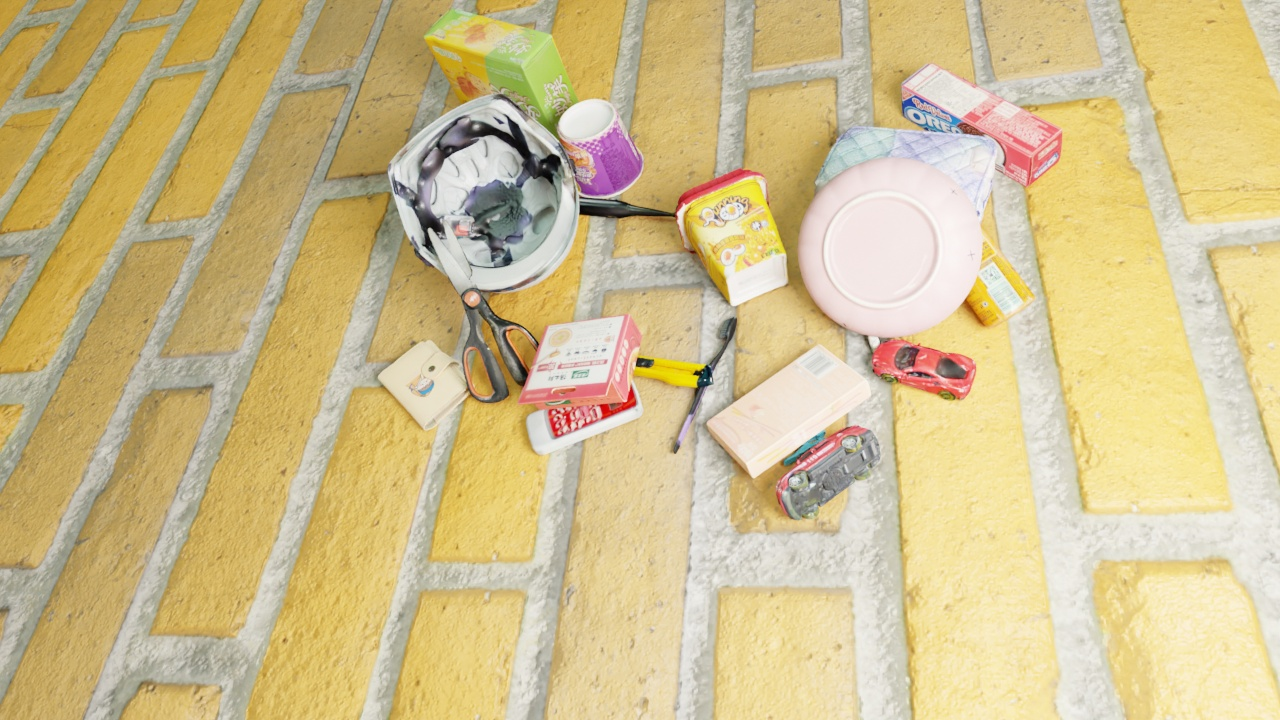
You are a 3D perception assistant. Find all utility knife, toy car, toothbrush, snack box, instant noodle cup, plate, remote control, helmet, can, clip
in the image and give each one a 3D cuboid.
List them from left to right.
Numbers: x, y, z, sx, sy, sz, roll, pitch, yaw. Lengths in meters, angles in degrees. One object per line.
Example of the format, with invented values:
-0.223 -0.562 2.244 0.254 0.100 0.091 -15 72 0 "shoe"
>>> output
-0.187 -0.196 1.192 0.229 0.146 0.258 -38 81 -1 "helmet"
-0.198 -0.414 1.344 0.210 0.158 0.070 27 69 31 "snack box"
-0.067 0.011 1.053 0.113 0.044 0.126 -6 46 23 "snack box"
-0.065 0.063 1.056 0.136 0.020 0.055 -21 53 2 "remote control"
-0.061 -0.293 1.254 0.112 0.099 0.111 -10 54 13 "instant noodle cup"
-0.032 -0.204 1.227 0.213 0.026 0.027 8 80 22 "toothbrush"
-0.006 0.006 1.072 0.207 0.015 0.033 8 53 30 "utility knife"
0.072 0.025 1.043 0.017 0.014 0.188 9 60 32 "toothbrush"
0.115 -0.142 1.092 0.116 0.116 0.123 -23 64 1 "instant noodle cup"
0.157 0.052 0.978 0.157 0.026 0.084 -34 40 -7 "snack box"
0.171 0.089 0.966 0.056 0.014 0.040 -24 53 0 "clip"
0.186 0.111 0.922 0.120 0.053 0.045 -34 31 -15 "toy car"
0.249 -0.081 1.059 0.016 0.018 0.180 -19 51 13 "toothbrush"
0.257 -0.117 0.966 0.193 0.039 0.192 4 101 23 "plate"
0.298 0.007 0.969 0.106 0.031 0.049 17 62 24 "toy car"
0.354 -0.107 0.980 0.058 0.058 0.146 -32 80 -6 "can"
0.414 -0.294 1.128 0.058 0.057 0.207 -39 54 -8 "snack box"

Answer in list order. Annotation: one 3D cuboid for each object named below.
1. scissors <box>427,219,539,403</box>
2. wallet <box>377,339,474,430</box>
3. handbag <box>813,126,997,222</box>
-0.208 -0.053 1.102 0.234 0.021 0.162 40 93 0 "scissors"
-0.266 0.025 1.145 0.087 0.024 0.115 -41 53 -14 "wallet"
0.315 -0.208 1.087 0.194 0.076 0.133 14 54 28 "handbag"
